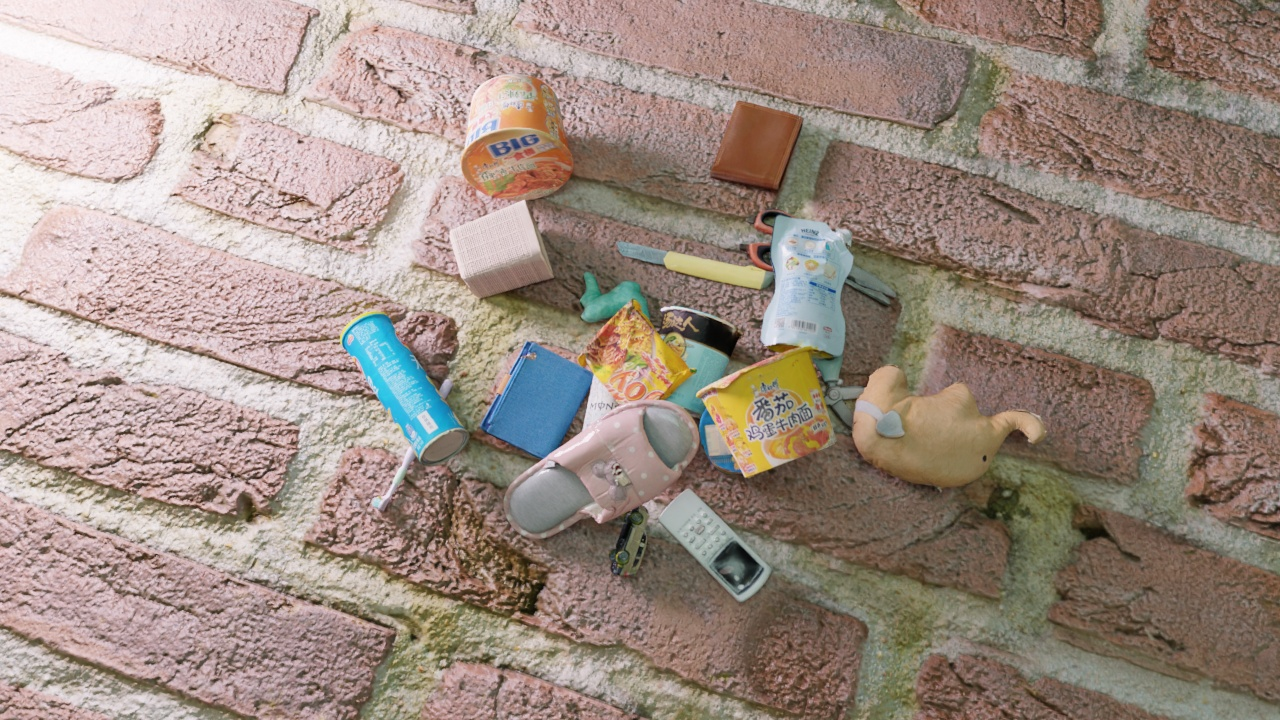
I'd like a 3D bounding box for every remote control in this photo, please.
[{"bbox_3d":[0.091,0.227,1.129,0.150,0.021,0.058,43,79,15],"label":"remote control"}]

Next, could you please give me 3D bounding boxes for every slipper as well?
[{"bbox_3d":[-0.053,0.136,1.091,0.275,0.054,0.114,-29,95,19],"label":"slipper"}]

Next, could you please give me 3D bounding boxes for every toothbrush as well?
[{"bbox_3d":[-0.292,0.107,1.186,0.021,0.029,0.189,36,72,-29],"label":"toothbrush"}]

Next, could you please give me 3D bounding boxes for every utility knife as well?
[{"bbox_3d":[0.072,-0.130,1.239,0.219,0.022,0.031,13,92,0],"label":"utility knife"}]

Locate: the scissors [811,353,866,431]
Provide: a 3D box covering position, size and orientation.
[{"bbox_3d":[0.205,0.035,1.185,0.179,0.019,0.170,-28,75,-7],"label":"scissors"}]

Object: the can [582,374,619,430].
[{"bbox_3d":[-0.034,0.034,1.175,0.058,0.058,0.146,9,74,5],"label":"can"}]

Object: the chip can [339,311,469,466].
[{"bbox_3d":[-0.301,0.034,1.168,0.071,0.071,0.210,-36,68,-8],"label":"chip can"}]

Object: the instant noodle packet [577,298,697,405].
[{"bbox_3d":[-0.007,0.006,1.113,0.111,0.044,0.128,-45,70,16],"label":"instant noodle packet"}]

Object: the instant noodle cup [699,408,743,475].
[{"bbox_3d":[0.119,0.097,1.121,0.099,0.110,0.099,-1,73,2],"label":"instant noodle cup"}]

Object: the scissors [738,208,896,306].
[{"bbox_3d":[0.235,-0.125,1.234,0.192,0.015,0.206,-20,73,-5],"label":"scissors"}]

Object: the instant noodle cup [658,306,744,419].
[{"bbox_3d":[0.061,0.006,1.159,0.111,0.111,0.120,17,82,8],"label":"instant noodle cup"}]

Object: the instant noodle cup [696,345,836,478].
[{"bbox_3d":[0.144,0.060,1.010,0.138,0.138,0.109,-21,82,-4],"label":"instant noodle cup"}]

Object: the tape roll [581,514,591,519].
[{"bbox_3d":[-0.079,0.158,1.162,0.086,0.014,0.085,-1,73,2],"label":"tape roll"}]

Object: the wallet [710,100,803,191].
[{"bbox_3d":[0.163,-0.299,1.285,0.101,0.032,0.124,17,74,11],"label":"wallet"}]

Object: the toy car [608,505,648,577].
[{"bbox_3d":[-0.011,0.220,1.126,0.035,0.042,0.090,20,79,-14],"label":"toy car"}]

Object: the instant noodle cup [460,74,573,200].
[{"bbox_3d":[-0.168,-0.306,1.246,0.151,0.151,0.111,-6,64,1],"label":"instant noodle cup"}]

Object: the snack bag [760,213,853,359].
[{"bbox_3d":[0.219,-0.099,1.199,0.110,0.039,0.190,6,71,10],"label":"snack bag"}]

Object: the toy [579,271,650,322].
[{"bbox_3d":[-0.041,-0.082,1.227,0.092,0.030,0.096,-16,67,-5],"label":"toy"}]

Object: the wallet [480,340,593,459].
[{"bbox_3d":[-0.133,0.053,1.185,0.106,0.040,0.133,26,75,1],"label":"wallet"}]

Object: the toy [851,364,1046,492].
[{"bbox_3d":[0.374,0.091,1.127,0.226,0.082,0.143,14,82,4],"label":"toy"}]

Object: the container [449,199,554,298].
[{"bbox_3d":[-0.185,-0.143,1.223,0.111,0.090,0.090,-19,73,0],"label":"container"}]
